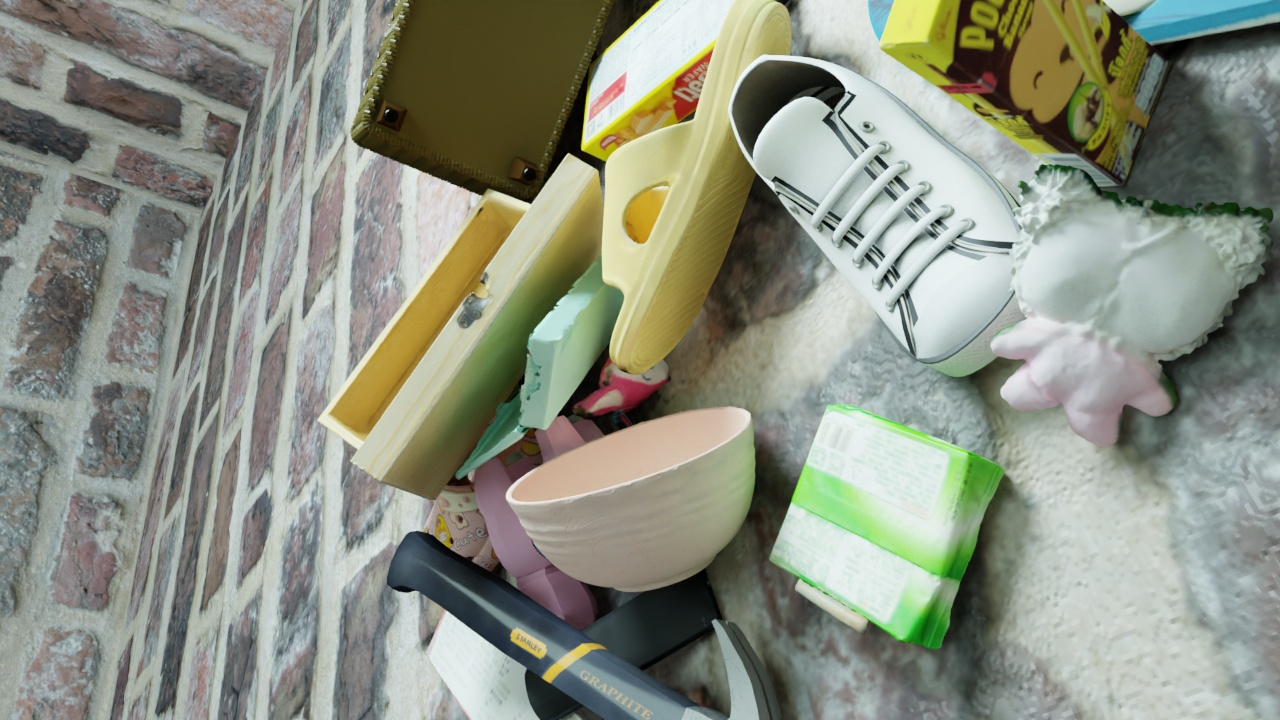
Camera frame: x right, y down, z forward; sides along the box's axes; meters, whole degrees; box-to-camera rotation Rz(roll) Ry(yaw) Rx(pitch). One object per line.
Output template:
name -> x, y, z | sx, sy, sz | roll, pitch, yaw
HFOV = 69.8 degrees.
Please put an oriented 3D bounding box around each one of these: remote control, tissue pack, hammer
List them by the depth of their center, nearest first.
tissue pack -> 0.117, 0.079, 0.457 | 0.114, 0.034, 0.099 | 23, 92, 57
hammer -> -0.054, 0.185, 0.563 | 0.313, 0.035, 0.139 | 18, 82, 37
remote control -> -0.013, 0.177, 0.578 | 0.141, 0.021, 0.045 | -35, 45, 15

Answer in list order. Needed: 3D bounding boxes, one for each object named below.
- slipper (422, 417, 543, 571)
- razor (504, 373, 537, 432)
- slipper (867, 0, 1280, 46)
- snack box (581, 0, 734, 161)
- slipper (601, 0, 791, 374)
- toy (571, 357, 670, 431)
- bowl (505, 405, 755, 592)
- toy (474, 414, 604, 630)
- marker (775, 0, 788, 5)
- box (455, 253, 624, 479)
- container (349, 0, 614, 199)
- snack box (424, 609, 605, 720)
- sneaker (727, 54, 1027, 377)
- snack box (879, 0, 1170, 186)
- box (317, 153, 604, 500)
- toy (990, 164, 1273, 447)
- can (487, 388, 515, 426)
slipper -> -0.143, 0.109, 0.780 | 0.198, 0.081, 0.093 | -56, 37, 19
razor -> -0.070, 0.063, 0.719 | 0.044, 0.021, 0.144 | -35, 59, -3
slipper -> 0.203, -0.202, 0.441 | 0.295, 0.060, 0.118 | 25, 99, 57
snack box -> 0.027, -0.242, 0.730 | 0.201, 0.042, 0.092 | -25, 55, 48
slipper -> 0.025, -0.119, 0.614 | 0.078, 0.099, 0.263 | 21, 88, 24
toy -> -0.004, 0.004, 0.655 | 0.050, 0.065, 0.102 | 15, 83, 25
bowl -> 0.004, 0.088, 0.544 | 0.153, 0.152, 0.076 | -10, 101, 54
toy -> -0.055, 0.124, 0.644 | 0.123, 0.067, 0.157 | -30, 73, 19
marker -> 0.131, -0.308, 0.633 | 0.134, 0.015, 0.018 | -58, 22, 21
box -> -0.059, 0.000, 0.653 | 0.139, 0.055, 0.186 | -62, -2, 31
container -> -0.123, -0.310, 0.817 | 0.321, 0.176, 0.205 | -67, 20, 8
snack box -> -0.081, 0.249, 0.661 | 0.273, 0.044, 0.076 | 22, 88, 56
sneaker -> 0.113, -0.096, 0.487 | 0.091, 0.097, 0.245 | -52, 39, 29
snack box -> 0.163, -0.126, 0.380 | 0.026, 0.148, 0.061 | 22, 94, 56
box -> -0.126, -0.019, 0.704 | 0.247, 0.118, 0.253 | -57, 16, -10
toy -> 0.190, -0.021, 0.378 | 0.096, 0.041, 0.109 | 22, 108, 21
can -> -0.139, 0.030, 0.842 | 0.044, 0.044, 0.106 | 7, 81, 56
